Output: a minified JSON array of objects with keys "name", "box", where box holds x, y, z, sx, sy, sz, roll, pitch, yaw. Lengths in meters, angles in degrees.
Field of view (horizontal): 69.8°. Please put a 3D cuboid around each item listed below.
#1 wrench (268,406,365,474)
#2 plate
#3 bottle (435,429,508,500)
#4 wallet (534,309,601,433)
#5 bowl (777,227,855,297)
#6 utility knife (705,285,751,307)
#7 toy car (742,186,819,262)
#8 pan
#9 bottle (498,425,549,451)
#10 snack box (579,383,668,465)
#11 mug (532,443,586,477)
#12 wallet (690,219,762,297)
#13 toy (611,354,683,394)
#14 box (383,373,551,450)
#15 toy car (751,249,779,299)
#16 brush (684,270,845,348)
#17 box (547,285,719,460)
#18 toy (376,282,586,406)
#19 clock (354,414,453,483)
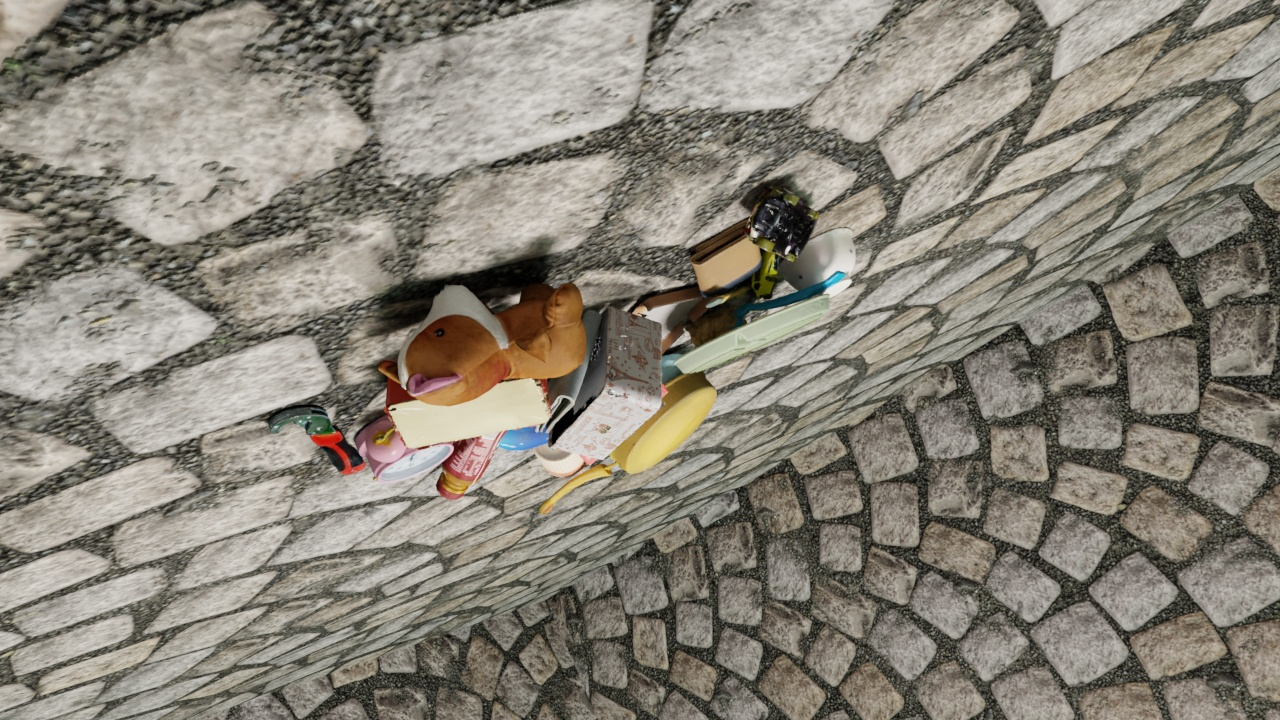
[{"name":"wrench","box":[-0.371,0.100,1.091,0.056,0.016,0.274,-22,163,-8]},{"name":"plate","box":[0.154,-0.033,1.244,0.230,0.027,0.230,-22,175,-2]},{"name":"bottle","box":[-0.216,0.109,1.198,0.057,0.057,0.175,-5,135,-52]},{"name":"wallet","box":[-0.093,0.013,1.097,0.037,0.129,0.107,25,143,-15]},{"name":"bowl","box":[0.256,-0.125,1.279,0.118,0.064,0.118,-24,164,-7]},{"name":"utility knife","box":[0.126,-0.090,1.219,0.031,0.021,0.204,-22,-174,26]},{"name":"toy car","box":[0.164,-0.156,1.061,0.070,0.042,0.158,-62,153,9]},{"name":"pan","box":[-0.026,0.143,1.455,0.358,0.078,0.197,-48,159,12]},{"name":"bottle","box":[-0.151,0.091,1.314,0.218,0.065,0.065,-11,158,-41]},{"name":"snack box","box":[-0.032,0.080,1.306,0.153,0.025,0.075,-43,-162,-3]},{"name":"mug","box":[-0.118,0.123,1.455,0.114,0.081,0.106,-51,166,-11]},{"name":"wallet","box":[0.105,-0.122,1.117,0.090,0.033,0.115,-30,163,2]},{"name":"toy","box":[0.004,0.041,1.419,0.156,0.049,0.162,-5,149,-42]},{"name":"box","box":[-0.185,0.044,0.992,0.168,0.076,0.091,-12,138,1]},{"name":"toy car","box":[0.164,-0.117,1.202,0.032,0.048,0.105,7,162,1]},{"name":"brush","box":[0.169,-0.071,1.277,0.255,0.046,0.083,-22,166,33]},{"name":"box","box":[-0.019,-0.002,1.187,0.180,0.134,0.269,-45,-174,48]},{"name":"toy","box":[-0.150,-0.020,0.889,0.199,0.130,0.140,-26,-167,-21]},{"name":"clock","box":[-0.287,0.098,1.137,0.117,0.059,0.159,-20,161,-25]}]
